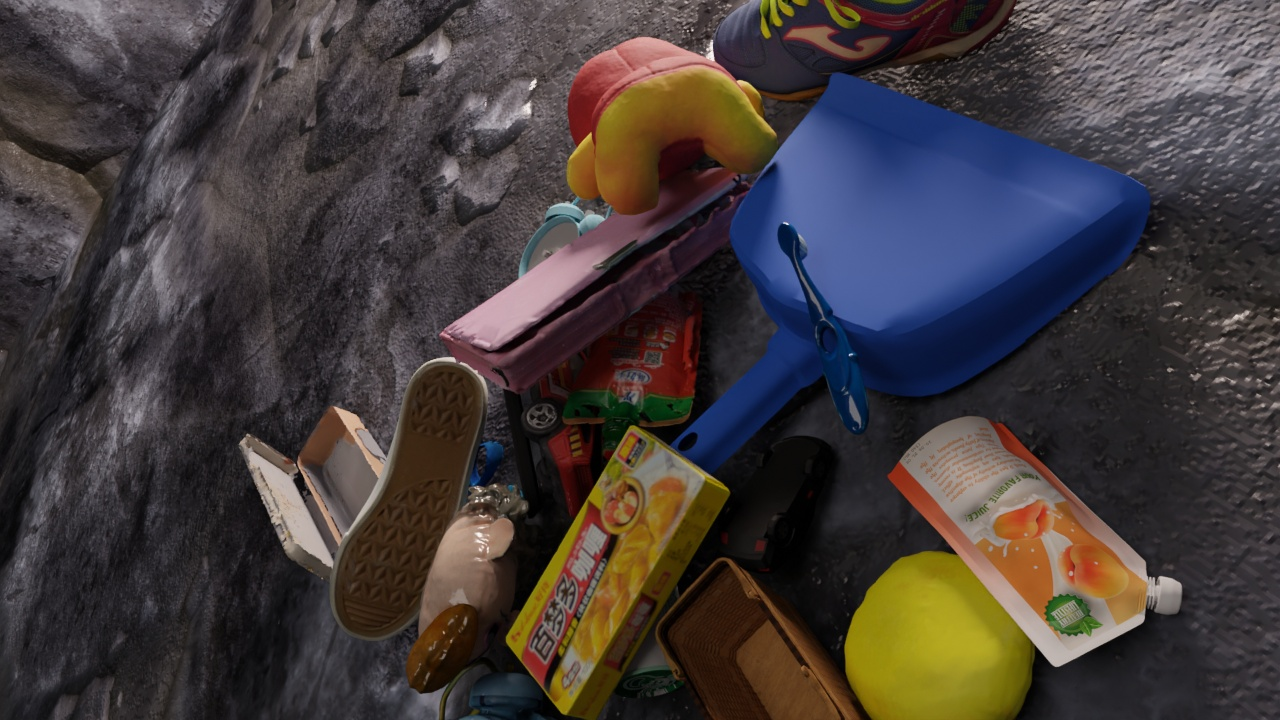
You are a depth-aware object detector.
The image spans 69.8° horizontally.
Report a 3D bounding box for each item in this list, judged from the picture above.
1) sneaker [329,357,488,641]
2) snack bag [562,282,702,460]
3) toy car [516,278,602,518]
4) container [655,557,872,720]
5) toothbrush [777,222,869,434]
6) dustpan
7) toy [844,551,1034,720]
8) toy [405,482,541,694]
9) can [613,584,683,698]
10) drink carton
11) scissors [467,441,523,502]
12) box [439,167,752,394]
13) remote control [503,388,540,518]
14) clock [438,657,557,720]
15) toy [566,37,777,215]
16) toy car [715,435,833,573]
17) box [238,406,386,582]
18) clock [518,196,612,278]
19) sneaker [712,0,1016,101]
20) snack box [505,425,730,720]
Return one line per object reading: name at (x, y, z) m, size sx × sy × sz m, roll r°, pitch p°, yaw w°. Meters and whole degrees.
sneaker at (-0.177, 0.109, 0.740) m, size 0.079 × 0.087 × 0.235 m, roll -130°, pitch 60°, yaw -84°
snack bag at (-0.004, 0.004, 0.620) m, size 0.087 × 0.044 × 0.154 m, roll 0°, pitch 46°, yaw 13°
toy car at (-0.063, 0.021, 0.677) m, size 0.056 × 0.082 × 0.189 m, roll -12°, pitch 51°, yaw -7°
container at (0.067, 0.166, 0.473) m, size 0.063 × 0.061 × 0.114 m, roll -50°, pitch 42°, yaw 12°
toothbrush at (0.097, -0.019, 0.489) m, size 0.021 × 0.016 × 0.132 m, roll -33°, pitch 57°, yaw 32°
dustpan at (0.107, -0.037, 0.544) m, size 0.257 × 0.059 × 0.245 m, roll -43°, pitch 42°, yaw -2°
toy at (0.139, 0.136, 0.435) m, size 0.096 × 0.041 × 0.094 m, roll -32°, pitch 42°, yaw 29°
toy at (-0.111, 0.159, 0.616) m, size 0.175 × 0.076 × 0.133 m, roll -75°, pitch 8°, yaw -68°
can at (-0.002, 0.148, 0.559) m, size 0.053 × 0.053 × 0.101 m, roll -34°, pitch 47°, yaw 27°
drink carton at (0.179, 0.080, 0.424) m, size 0.069 × 0.039 × 0.122 m, roll -23°, pitch 42°, yaw -9°
scissors at (-0.141, 0.123, 0.748) m, size 0.134 × 0.015 × 0.103 m, roll -42°, pitch 47°, yaw 26°
box at (-0.025, -0.067, 0.630) m, size 0.232 × 0.046 × 0.098 m, roll -37°, pitch 36°, yaw -21°
remote control at (-0.090, 0.052, 0.677) m, size 0.039 × 0.010 × 0.125 m, roll -132°, pitch 32°, yaw -82°
clock at (-0.095, 0.266, 0.580) m, size 0.118 × 0.060 × 0.162 m, roll -49°, pitch 38°, yaw 15°
toy at (0.012, -0.176, 0.664) m, size 0.147 × 0.099 × 0.216 m, roll -14°, pitch 25°, yaw -3°
toy car at (0.080, 0.083, 0.527) m, size 0.042 × 0.036 × 0.091 m, roll 2°, pitch 46°, yaw 48°
box at (-0.280, 0.114, 0.845) m, size 0.107 × 0.095 × 0.216 m, roll -38°, pitch 39°, yaw -13°
clock at (-0.059, -0.100, 0.769) m, size 0.087 × 0.042 × 0.123 m, roll 31°, pitch 92°, yaw 49°
sneaker at (0.130, -0.253, 0.630) m, size 0.242 × 0.091 × 0.116 m, roll 5°, pitch 74°, yaw 47°
snack box at (-0.016, 0.119, 0.526) m, size 0.075 × 0.025 × 0.152 m, roll 32°, pitch 92°, yaw 50°
